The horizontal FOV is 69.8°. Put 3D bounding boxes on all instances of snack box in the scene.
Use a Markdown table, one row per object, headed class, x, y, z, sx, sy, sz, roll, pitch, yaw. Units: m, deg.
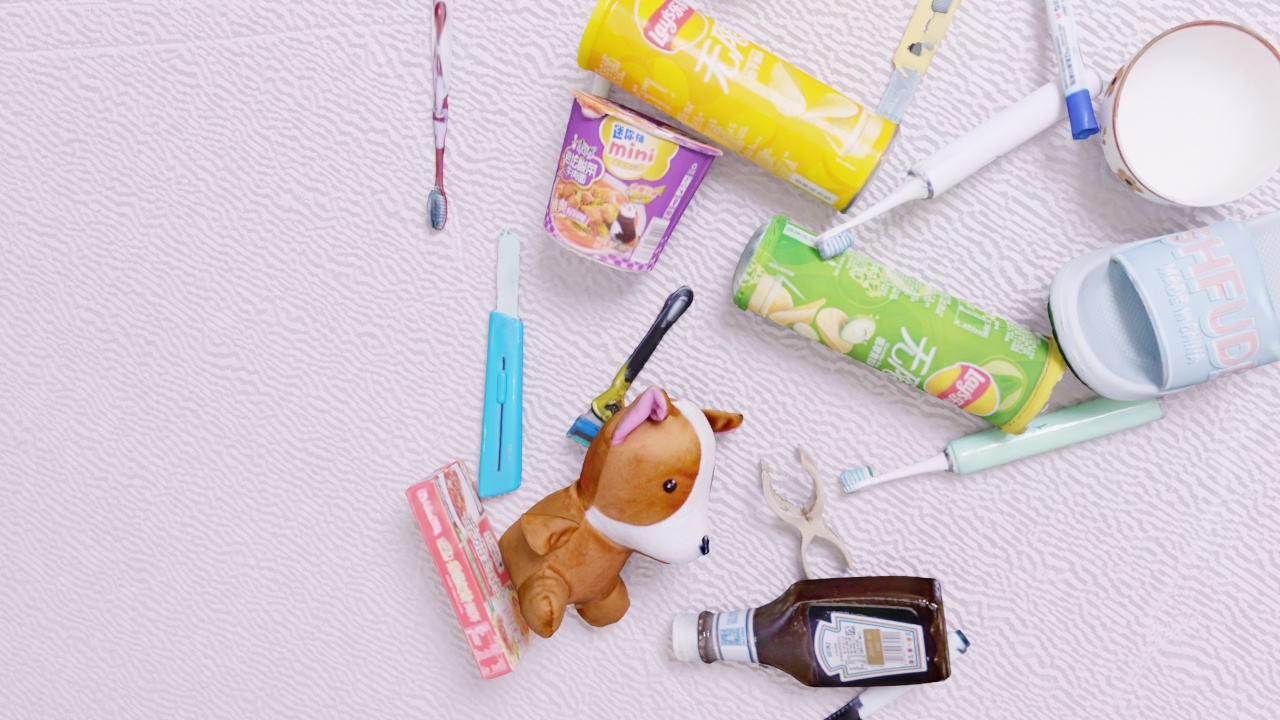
| class | x | y | z | sx | sy | sz | roll | pitch | yaw |
| --- | --- | --- | --- | --- | --- | --- | --- | --- | --- |
| snack box | -0.126 | 0.155 | 0.692 | 0.025 | 0.075 | 0.153 | -22 | 92 | 9 |

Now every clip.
| class | x | y | z | sx | sy | sz | roll | pitch | yaw |
| --- | --- | --- | --- | --- | --- | --- | --- | --- | --- |
| clip | 0.132 | 0.107 | 0.670 | 0.081 | 0.034 | 0.104 | -37 | 94 | 11 |

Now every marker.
| class | x | y | z | sx | sy | sz | roll | pitch | yaw |
| --- | --- | --- | --- | --- | --- | --- | --- | --- | --- |
| marker | 0.277 | -0.214 | 0.601 | 0.017 | 0.017 | 0.145 | -7 | 76 | 9 |
| marker | 0.188 | 0.242 | 0.682 | 0.131 | 0.022 | 0.018 | -39 | 83 | 11 |

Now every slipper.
| class | x | y | z | sx | sy | sz | roll | pitch | yaw |
| --- | --- | --- | --- | --- | --- | --- | --- | --- | --- |
| slipper | 0.381 | -0.042 | 0.580 | 0.245 | 0.074 | 0.104 | -17 | 93 | -4 |

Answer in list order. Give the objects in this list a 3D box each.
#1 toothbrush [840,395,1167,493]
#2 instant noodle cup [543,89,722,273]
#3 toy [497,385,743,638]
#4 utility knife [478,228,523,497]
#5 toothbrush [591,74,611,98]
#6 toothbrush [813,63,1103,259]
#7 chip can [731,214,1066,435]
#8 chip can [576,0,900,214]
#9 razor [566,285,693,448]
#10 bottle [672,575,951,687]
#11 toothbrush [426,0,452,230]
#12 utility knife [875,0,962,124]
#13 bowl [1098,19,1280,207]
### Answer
| class | x | y | z | sx | sy | sz | roll | pitch | yaw |
| --- | --- | --- | --- | --- | --- | --- | --- | --- | --- |
| toothbrush | 0.253 | 0.061 | 0.650 | 0.225 | 0.026 | 0.027 | -18 | 61 | 10 |
| instant noodle cup | -0.013 | -0.121 | 0.635 | 0.111 | 0.111 | 0.099 | 26 | 109 | 5 |
| toy | -0.011 | 0.107 | 0.646 | 0.130 | 0.140 | 0.200 | 40 | 101 | 26 |
| utility knife | -0.105 | 0.003 | 0.703 | 0.034 | 0.018 | 0.207 | 3 | 95 | 9 |
| toothbrush | -0.029 | -0.205 | 0.668 | 0.029 | 0.020 | 0.189 | 20 | 101 | 32 |
| toothbrush | 0.208 | -0.131 | 0.608 | 0.221 | 0.027 | 0.026 | -32 | 88 | -5 |
| chip can | 0.170 | -0.027 | 0.630 | 0.221 | 0.072 | 0.072 | 26 | 99 | 5 |
| chip can | 0.065 | -0.180 | 0.619 | 0.213 | 0.072 | 0.072 | 30 | 99 | -1 |
| razor | -0.004 | 0.004 | 0.685 | 0.042 | 0.022 | 0.143 | 29 | 96 | -30 |
| bottle | 0.121 | 0.199 | 0.668 | 0.195 | 0.044 | 0.080 | -7 | 105 | 16 |
| toothbrush | -0.152 | -0.192 | 0.688 | 0.016 | 0.017 | 0.187 | 4 | 97 | 7 |
| utility knife | 0.208 | -0.245 | 0.633 | 0.031 | 0.020 | 0.195 | 26 | 104 | 11 |
| bowl | 0.348 | -0.154 | 0.592 | 0.113 | 0.062 | 0.113 | 0 | 95 | 2 |
